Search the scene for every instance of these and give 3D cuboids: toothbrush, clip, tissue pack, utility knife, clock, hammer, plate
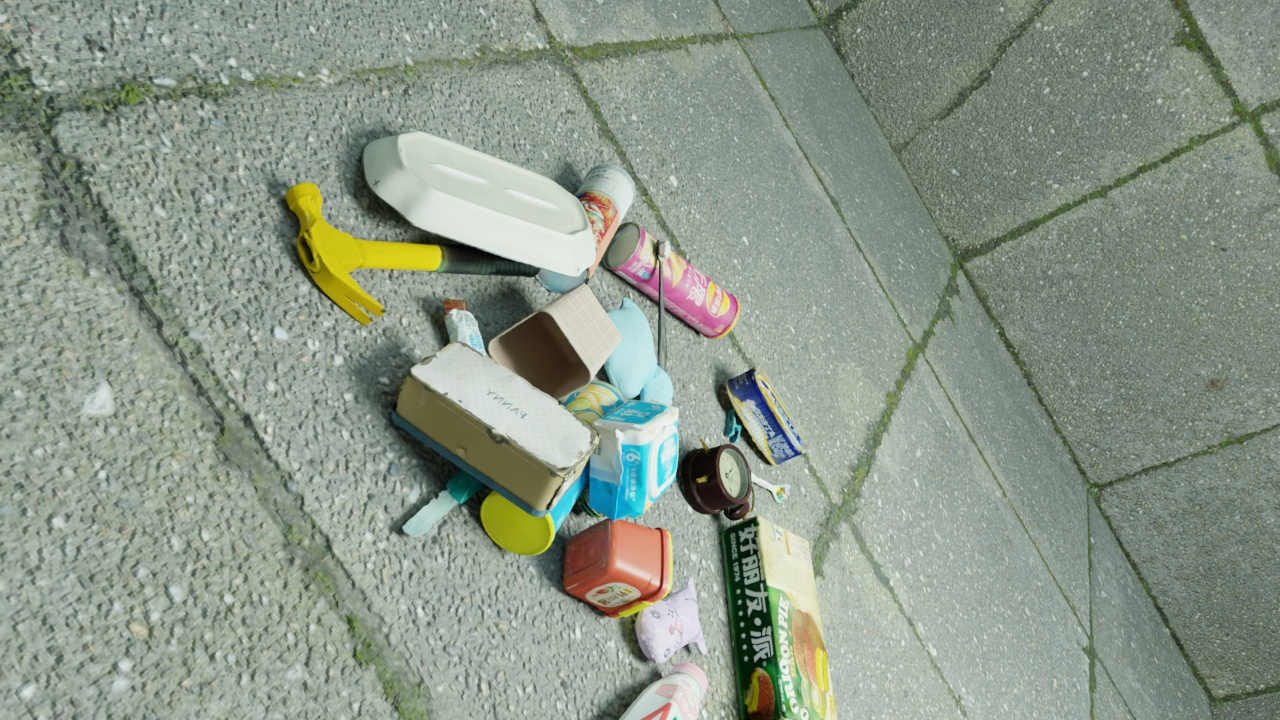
[{"bbox_3d":[0.029,-0.063,1.164,0.015,0.018,0.181,-5,97,-44],"label":"toothbrush"},{"bbox_3d":[0.128,0.090,1.258,0.042,0.014,0.056,49,31,-21],"label":"clip"},{"bbox_3d":[0.138,0.151,1.220,0.189,0.029,0.020,30,1,-39],"label":"toothbrush"},{"bbox_3d":[-0.003,0.095,0.904,0.139,0.063,0.090,-26,120,-69],"label":"tissue pack"},{"bbox_3d":[-0.153,0.105,0.842,0.029,0.013,0.215,60,29,-7],"label":"utility knife"},{"bbox_3d":[0.102,0.149,1.127,0.122,0.055,0.081,38,46,-35],"label":"clock"},{"bbox_3d":[-0.205,-0.101,0.909,0.300,0.033,0.128,-6,71,-56],"label":"hammer"},{"bbox_3d":[-0.155,-0.171,0.956,0.265,0.034,0.161,16,37,-31],"label":"plate"}]

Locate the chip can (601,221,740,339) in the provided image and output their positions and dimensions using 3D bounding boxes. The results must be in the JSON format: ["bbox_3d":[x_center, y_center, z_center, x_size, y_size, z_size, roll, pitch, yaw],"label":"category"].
[{"bbox_3d":[0.044,-0.105,1.233,0.210,0.072,0.071,32,42,-38],"label":"chip can"}]

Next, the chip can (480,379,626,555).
[{"bbox_3d":[-0.078,0.098,0.900,0.071,0.071,0.209,54,32,-12],"label":"chip can"}]

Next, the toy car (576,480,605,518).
[{"bbox_3d":[-0.041,0.129,0.961,0.043,0.036,0.091,56,30,-11],"label":"toy car"}]

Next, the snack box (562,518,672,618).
[{"bbox_3d":[-0.024,0.196,0.887,0.080,0.091,0.081,30,44,-30],"label":"snack box"}]

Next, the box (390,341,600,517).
[{"bbox_3d":[-0.132,0.053,0.806,0.184,0.061,0.089,32,32,11],"label":"box"}]

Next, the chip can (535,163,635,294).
[{"bbox_3d":[-0.065,-0.163,1.123,0.071,0.071,0.214,48,34,-20],"label":"chip can"}]

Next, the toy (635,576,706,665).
[{"bbox_3d":[0.031,0.276,0.949,0.107,0.039,0.084,-2,77,-57],"label":"toy"}]

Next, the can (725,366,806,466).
[{"bbox_3d":[0.177,0.079,1.286,0.148,0.049,0.074,56,21,-17],"label":"can"}]

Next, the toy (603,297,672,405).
[{"bbox_3d":[-0.006,0.006,1.096,0.156,0.050,0.161,40,45,-43],"label":"toy"}]

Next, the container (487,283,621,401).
[{"bbox_3d":[-0.085,-0.018,0.968,0.090,0.090,0.110,56,28,-9],"label":"container"}]

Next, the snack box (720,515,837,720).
[{"bbox_3d":[0.163,0.315,1.085,0.114,0.063,0.239,31,43,-40],"label":"snack box"}]

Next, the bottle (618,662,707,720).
[{"bbox_3d":[0.009,0.343,0.841,0.068,0.068,0.196,61,29,-1],"label":"bottle"}]

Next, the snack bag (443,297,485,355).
[{"bbox_3d":[-0.168,-0.010,0.892,0.048,0.026,0.104,-2,72,-69],"label":"snack bag"}]
